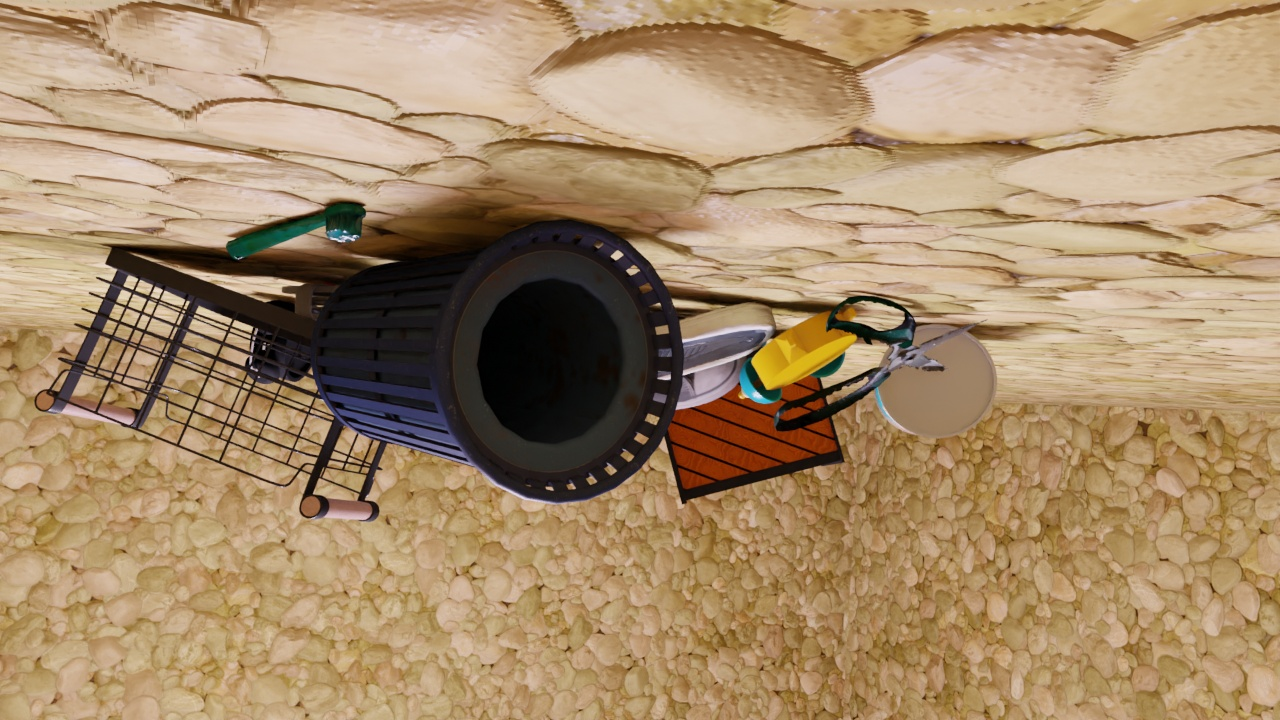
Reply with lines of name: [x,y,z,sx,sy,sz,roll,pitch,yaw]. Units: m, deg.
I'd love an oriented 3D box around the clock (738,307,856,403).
clock: [0.133,-0.003,0.770,0.099,0.043,0.130,-24,164,-15]

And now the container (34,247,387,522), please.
container: [-0.310,0.024,0.719,0.241,0.130,0.163,19,172,9]

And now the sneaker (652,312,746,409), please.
sneaker: [-0.024,-0.009,0.811,0.235,0.095,0.120,11,178,6]

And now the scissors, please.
scissors: [0.171,0.007,0.741,0.201,0.015,0.206,16,138,-44]

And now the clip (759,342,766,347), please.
clip: [0.098,-0.016,1.116,0.130,0.030,0.120,1,-179,43]

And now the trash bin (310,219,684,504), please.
trash bin: [-0.104,-0.002,0.553,0.139,0.139,0.250,6,178,-35]

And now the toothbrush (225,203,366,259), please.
toothbrush: [-0.201,-0.069,0.521,0.016,0.017,0.190,6,176,-40]

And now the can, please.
can: [0.273,0.022,0.866,0.099,0.099,0.144,3,177,13]

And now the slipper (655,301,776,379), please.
slipper: [-0.009,0.022,0.722,0.263,0.063,0.111,-19,163,-17]

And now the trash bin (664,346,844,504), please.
trash bin: [0.111,0.068,1.014,0.172,0.139,0.140,-15,172,1]

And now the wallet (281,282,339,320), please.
wallet: [-0.245,-0.047,0.826,0.115,0.037,0.118,3,180,32]

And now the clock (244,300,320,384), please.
clock: [-0.392,-0.023,1.000,0.042,0.091,0.120,14,-169,3]
